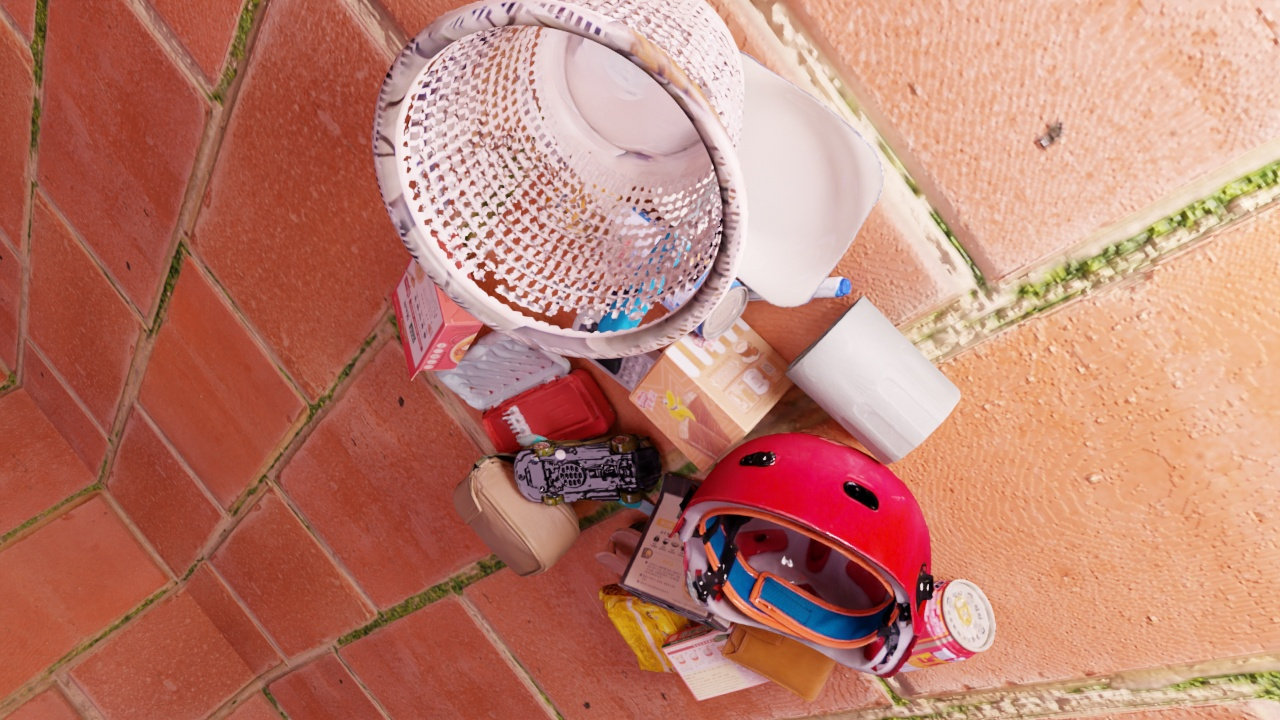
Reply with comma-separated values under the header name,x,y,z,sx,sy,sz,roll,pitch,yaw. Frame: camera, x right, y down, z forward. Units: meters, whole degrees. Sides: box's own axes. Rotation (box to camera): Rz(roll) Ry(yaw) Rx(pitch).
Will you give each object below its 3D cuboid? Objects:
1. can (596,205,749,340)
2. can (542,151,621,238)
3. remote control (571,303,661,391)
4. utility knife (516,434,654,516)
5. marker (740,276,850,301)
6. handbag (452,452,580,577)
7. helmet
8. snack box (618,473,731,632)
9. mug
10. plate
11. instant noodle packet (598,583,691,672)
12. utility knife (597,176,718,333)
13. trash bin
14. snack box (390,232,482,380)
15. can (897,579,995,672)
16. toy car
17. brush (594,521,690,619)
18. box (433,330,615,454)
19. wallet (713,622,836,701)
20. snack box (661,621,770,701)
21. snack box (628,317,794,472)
name,x,y,z,sx,sy,sz,roll,pitch,yaw
can,0.024,-0.077,0.765,0.134,0.053,0.053,41,139,25
can,-0.031,-0.166,0.758,0.058,0.058,0.146,46,139,6
remote control,-0.005,0.005,0.890,0.150,0.021,0.058,36,137,15
utility knife,-0.053,0.126,0.994,0.178,0.013,0.029,32,128,-7
marker,0.104,-0.057,0.750,0.146,0.016,0.017,0,119,42
handbag,-0.144,0.176,1.073,0.148,0.099,0.205,46,155,-1
helmet,0.141,0.133,0.746,0.207,0.143,0.240,16,145,21
snack box,0.054,0.190,0.919,0.113,0.125,0.053,12,155,37
mug,0.172,0.020,0.710,0.103,0.083,0.124,44,166,6
plate,0.094,-0.136,0.687,0.163,0.034,0.165,40,139,11
instant noodle packet,0.019,0.319,1.083,0.111,0.044,0.128,-10,114,43
utility knife,0.015,-0.073,0.719,0.209,0.018,0.034,-52,49,45
trash bin,-0.025,-0.146,0.589,0.228,0.191,0.228,11,131,13
snack box,-0.220,-0.056,0.985,0.127,0.044,0.113,-45,57,49
can,0.249,0.229,0.793,0.066,0.066,0.094,50,139,0
toy car,-0.056,0.112,0.957,0.158,0.042,0.070,-4,108,11
brush,0.023,0.223,0.988,0.146,0.072,0.063,22,133,31
box,-0.131,0.037,1.007,0.202,0.049,0.161,-23,111,48
wallet,0.143,0.266,0.914,0.119,0.035,0.131,22,120,8
snack box,0.103,0.316,0.990,0.156,0.026,0.077,-29,98,34
snack box,0.063,0.023,0.787,0.094,0.092,0.077,44,139,6
